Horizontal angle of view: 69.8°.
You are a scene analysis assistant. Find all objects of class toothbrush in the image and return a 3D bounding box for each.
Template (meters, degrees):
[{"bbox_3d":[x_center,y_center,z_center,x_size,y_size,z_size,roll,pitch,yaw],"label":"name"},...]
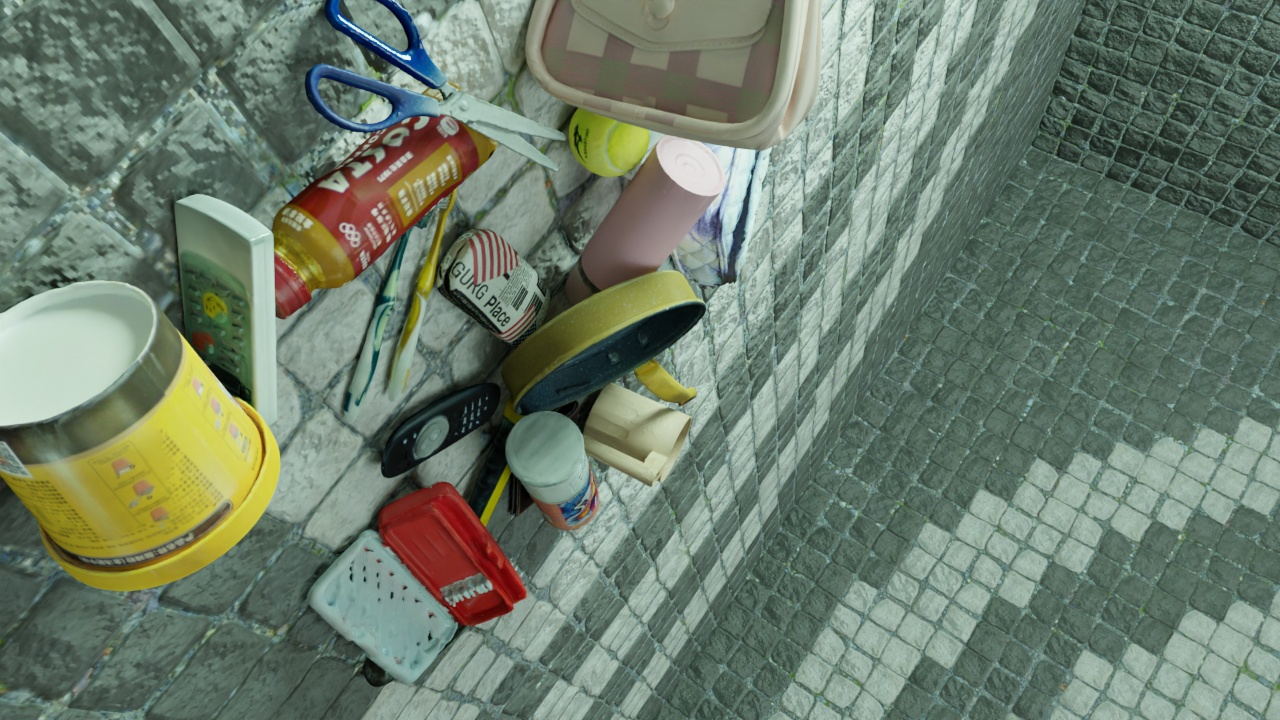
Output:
[{"bbox_3d":[-0.164,-0.050,0.673,0.018,0.016,0.192,-9,127,-50],"label":"toothbrush"},{"bbox_3d":[-0.180,-0.035,0.653,0.016,0.018,0.192,-16,133,-61],"label":"toothbrush"}]

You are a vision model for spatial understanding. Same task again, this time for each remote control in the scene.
[{"bbox_3d":[-0.172,0.054,0.780,0.136,0.024,0.053,-32,148,-47],"label":"remote control"},{"bbox_3d":[-0.228,-0.023,0.508,0.019,0.056,0.135,-43,155,-50],"label":"remote control"}]

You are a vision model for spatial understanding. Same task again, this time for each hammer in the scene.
[{"bbox_3d":[-0.176,0.179,0.930,0.126,0.032,0.324,-4,122,-65],"label":"hammer"}]

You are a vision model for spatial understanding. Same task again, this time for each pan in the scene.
[{"bbox_3d":[-0.005,0.005,0.909,0.198,0.078,0.357,-31,170,11],"label":"pan"}]

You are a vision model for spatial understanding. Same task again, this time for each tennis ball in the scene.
[{"bbox_3d":[-0.025,-0.181,0.738,0.065,0.065,0.066,-47,156,-29],"label":"tennis ball"}]

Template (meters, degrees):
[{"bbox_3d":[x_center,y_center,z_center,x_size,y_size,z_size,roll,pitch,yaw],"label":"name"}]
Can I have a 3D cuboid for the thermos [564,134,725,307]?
[{"bbox_3d":[0.005,-0.105,0.807,0.087,0.067,0.199,9,144,-26],"label":"thermos"}]

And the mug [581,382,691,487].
[{"bbox_3d":[-0.011,0.089,1.046,0.124,0.103,0.084,-45,157,-59],"label":"mug"}]

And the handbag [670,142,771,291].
[{"bbox_3d":[0.084,-0.180,0.891,0.134,0.075,0.193,64,40,-71],"label":"handbag"}]

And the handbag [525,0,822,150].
[{"bbox_3d":[0.034,-0.269,0.607,0.093,0.193,0.234,-35,141,-59],"label":"handbag"}]

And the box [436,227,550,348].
[{"bbox_3d":[-0.117,-0.057,0.743,0.068,0.052,0.164,-44,157,-4],"label":"box"}]

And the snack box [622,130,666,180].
[{"bbox_3d":[0.020,-0.242,0.811,0.084,0.027,0.157,-44,154,-36],"label":"snack box"}]

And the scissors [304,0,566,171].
[{"bbox_3d":[-0.111,-0.163,0.540,0.172,0.012,0.133,-21,111,-36],"label":"scissors"}]

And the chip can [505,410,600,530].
[{"bbox_3d":[-0.083,0.117,0.917,0.071,0.071,0.215,-53,166,-16],"label":"chip can"}]

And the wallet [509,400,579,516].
[{"bbox_3d":[-0.106,0.109,1.009,0.096,0.020,0.123,-37,150,-37],"label":"wallet"}]

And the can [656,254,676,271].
[{"bbox_3d":[0.009,-0.086,0.950,0.058,0.058,0.147,-52,158,-18],"label":"can"}]

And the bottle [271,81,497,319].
[{"bbox_3d":[-0.163,-0.096,0.553,0.174,0.057,0.057,-49,157,-24],"label":"bottle"}]

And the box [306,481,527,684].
[{"bbox_3d":[-0.200,0.208,0.845,0.161,0.058,0.201,-35,139,-13],"label":"box"}]

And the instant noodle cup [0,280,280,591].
[{"bbox_3d":[-0.256,0.033,0.449,0.118,0.118,0.115,-47,148,-30],"label":"instant noodle cup"}]
